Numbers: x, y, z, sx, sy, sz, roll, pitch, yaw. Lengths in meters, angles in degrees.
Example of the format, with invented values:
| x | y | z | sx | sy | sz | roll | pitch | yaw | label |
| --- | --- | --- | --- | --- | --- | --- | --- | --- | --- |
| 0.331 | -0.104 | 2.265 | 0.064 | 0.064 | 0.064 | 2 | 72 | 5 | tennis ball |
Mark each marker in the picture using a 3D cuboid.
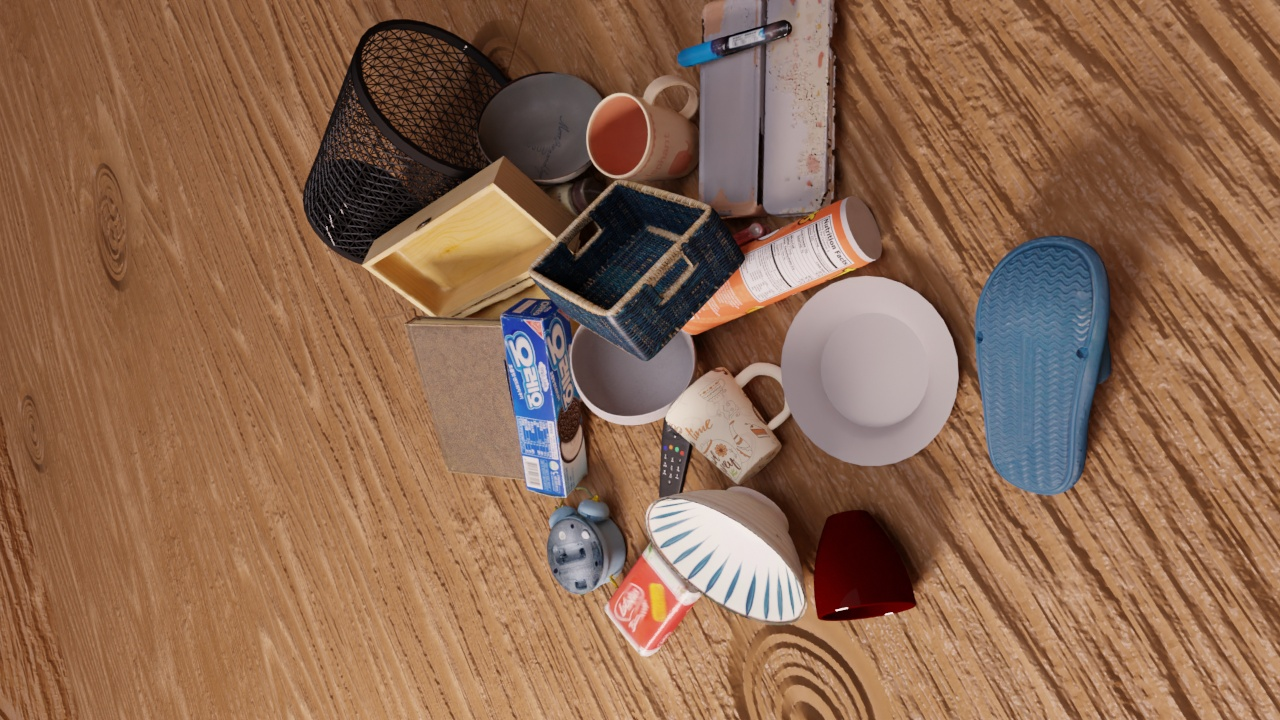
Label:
| x | y | z | sx | sy | sz | roll | pitch | yaw | label |
| --- | --- | --- | --- | --- | --- | --- | --- | --- | --- |
| 0.089 | -0.304 | 0.882 | 0.123 | 0.015 | 0.018 | -4 | 93 | 37 | marker |

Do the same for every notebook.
| x | y | z | sx | sy | sz | roll | pitch | yaw | label |
| --- | --- | --- | --- | --- | --- | --- | --- | --- | --- |
| -0.212 | 0.044 | 1.109 | 0.190 | 0.034 | 0.216 | 4 | 118 | 25 | notebook |

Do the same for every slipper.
| x | y | z | sx | sy | sz | roll | pitch | yaw | label |
| --- | --- | --- | --- | --- | --- | --- | --- | --- | --- |
| 0.320 | 0.004 | 0.731 | 0.104 | 0.059 | 0.214 | 18 | 118 | 46 | slipper |

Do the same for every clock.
| x | y | z | sx | sy | sz | roll | pitch | yaw | label |
| --- | --- | --- | --- | --- | --- | --- | --- | --- | --- |
| -0.065 | 0.208 | 1.063 | 0.089 | 0.051 | 0.124 | -24 | 77 | 39 | clock |

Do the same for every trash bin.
| x | y | z | sx | sy | sz | roll | pitch | yaw | label |
| --- | --- | --- | --- | --- | --- | --- | --- | --- | --- |
| -0.292 | -0.247 | 1.128 | 0.244 | 0.216 | 0.217 | -38 | 70 | 42 | trash bin |

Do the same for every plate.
| x | y | z | sx | sy | sz | roll | pitch | yaw | label |
| --- | --- | --- | --- | --- | --- | --- | --- | --- | --- |
| 0.210 | 0.010 | 0.845 | 0.173 | 0.019 | 0.173 | 3 | 95 | 39 | plate |

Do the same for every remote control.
| x | y | z | sx | sy | sz | roll | pitch | yaw | label |
| --- | --- | --- | --- | --- | --- | --- | --- | --- | --- |
| 0.040 | 0.092 | 0.995 | 0.039 | 0.010 | 0.125 | 14 | 102 | 38 | remote control |

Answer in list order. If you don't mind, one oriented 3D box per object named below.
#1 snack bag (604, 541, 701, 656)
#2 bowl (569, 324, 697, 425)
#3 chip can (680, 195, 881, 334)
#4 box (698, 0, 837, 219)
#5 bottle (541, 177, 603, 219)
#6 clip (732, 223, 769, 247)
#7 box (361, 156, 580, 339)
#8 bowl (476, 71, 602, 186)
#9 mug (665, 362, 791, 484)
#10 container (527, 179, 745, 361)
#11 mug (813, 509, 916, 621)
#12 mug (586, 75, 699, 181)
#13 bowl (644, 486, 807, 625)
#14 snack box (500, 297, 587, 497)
| x | y | z | sx | sy | sz | roll | pitch | yaw | label |
| --- | --- | --- | --- | --- | --- | --- | --- | --- | --- |
| 0.015 | 0.261 | 1.011 | 0.077 | 0.036 | 0.116 | 46 | 120 | 27 | snack bag |
| -0.006 | 0.006 | 0.971 | 0.132 | 0.064 | 0.131 | -2 | 72 | 5 | bowl |
| 0.122 | -0.087 | 0.881 | 0.211 | 0.062 | 0.062 | -22 | 79 | 38 | chip can |
| 0.124 | -0.247 | 0.888 | 0.149 | 0.042 | 0.216 | 4 | 95 | 35 | box |
| -0.112 | -0.171 | 1.071 | 0.162 | 0.056 | 0.056 | -13 | 85 | 39 | bottle |
| 0.105 | -0.120 | 0.924 | 0.058 | 0.035 | 0.022 | -23 | 75 | 33 | clip |
| -0.166 | -0.081 | 1.075 | 0.248 | 0.096 | 0.261 | -20 | 109 | 39 | box |
| -0.107 | -0.252 | 1.043 | 0.151 | 0.057 | 0.150 | -2 | 67 | 5 | bowl |
| 0.102 | 0.055 | 0.915 | 0.122 | 0.081 | 0.097 | -43 | 72 | 4 | mug |
| -0.008 | -0.093 | 0.901 | 0.145 | 0.071 | 0.187 | -46 | 34 | -8 | container |
| 0.192 | 0.189 | 0.844 | 0.114 | 0.087 | 0.088 | 126 | 142 | -59 | mug |
| 0.017 | -0.235 | 0.931 | 0.085 | 0.104 | 0.112 | 45 | 118 | 28 | mug |
| 0.097 | 0.173 | 0.897 | 0.177 | 0.070 | 0.178 | 27 | 145 | 20 | bowl |
| -0.106 | 0.044 | 1.031 | 0.059 | 0.059 | 0.227 | 7 | 118 | 25 | snack box |
